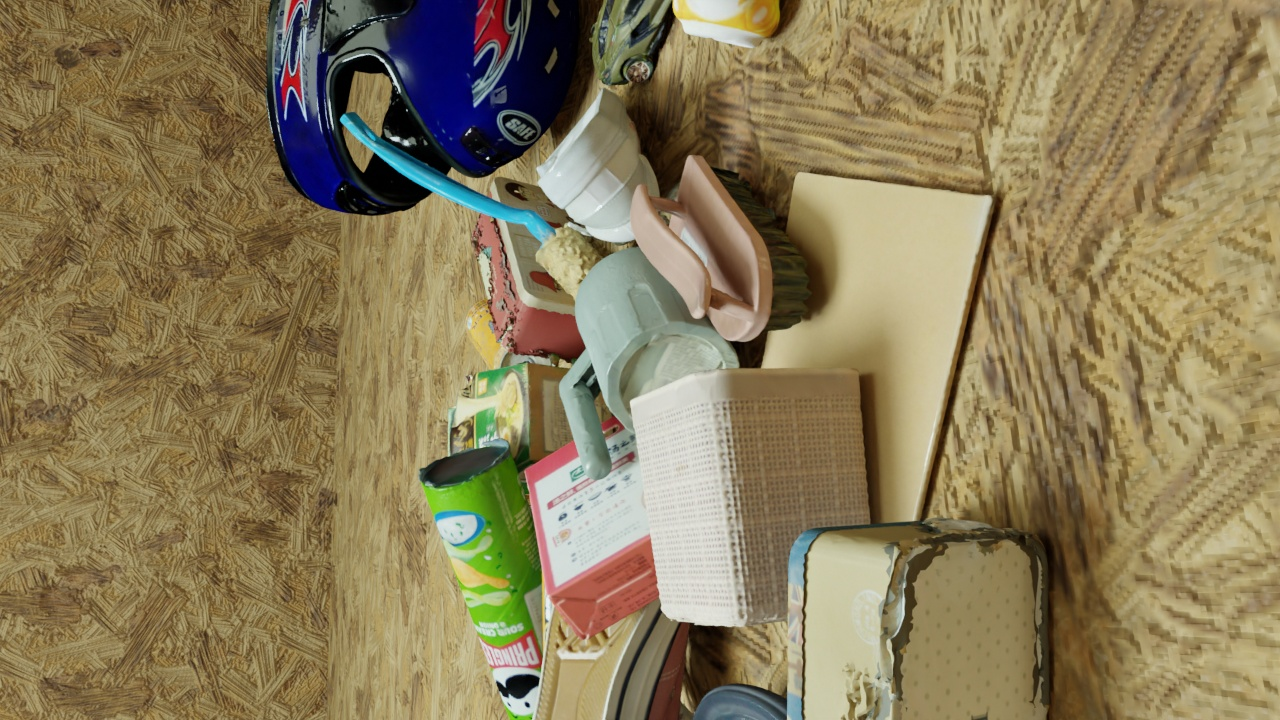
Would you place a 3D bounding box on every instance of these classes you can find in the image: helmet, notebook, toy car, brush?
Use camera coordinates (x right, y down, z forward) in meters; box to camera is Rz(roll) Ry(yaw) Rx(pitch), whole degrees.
[{"bbox_3d":[-0.180,-0.281,0.830,0.241,0.247,0.315,11,92,22],"label":"helmet"},{"bbox_3d":[0.100,0.015,0.460,0.148,0.008,0.208,-147,64,-63],"label":"notebook"},{"bbox_3d":[0.003,-0.274,0.675,0.159,0.042,0.070,-56,39,44],"label":"toy car"},{"bbox_3d":[0.040,-0.059,0.509,0.145,0.073,0.063,-112,32,-54],"label":"brush"},{"bbox_3d":[-0.101,-0.103,0.662,0.046,0.254,0.083,-56,10,16],"label":"brush"}]

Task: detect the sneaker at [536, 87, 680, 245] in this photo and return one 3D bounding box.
[{"bbox_3d":[-0.020,-0.137,0.677,0.089,0.090,0.242,-47,16,11],"label":"sneaker"}]

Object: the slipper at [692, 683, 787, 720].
[{"bbox_3d":[0.058,0.287,0.411,0.111,0.083,0.267,-28,64,45],"label":"slipper"}]

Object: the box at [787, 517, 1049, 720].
[{"bbox_3d":[0.103,0.152,0.340,0.059,0.089,0.184,0,85,59],"label":"box"}]

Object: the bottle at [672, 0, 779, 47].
[{"bbox_3d":[0.057,-0.237,0.521,0.063,0.063,0.108,-136,54,-59],"label":"bottle"}]

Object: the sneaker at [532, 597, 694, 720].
[{"bbox_3d":[-0.004,0.194,0.564,0.118,0.088,0.240,-10,52,39],"label":"sneaker"}]

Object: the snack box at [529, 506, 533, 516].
[{"bbox_3d":[-0.126,0.140,0.899,0.126,0.053,0.113,28,112,58],"label":"snack box"}]

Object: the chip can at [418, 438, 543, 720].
[{"bbox_3d":[-0.095,0.179,0.689,0.072,0.072,0.236,20,129,65],"label":"chip can"}]

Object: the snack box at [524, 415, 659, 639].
[{"bbox_3d":[-0.007,0.087,0.555,0.044,0.113,0.127,57,-176,-29],"label":"snack box"}]

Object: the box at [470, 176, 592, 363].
[{"bbox_3d":[-0.091,-0.073,0.786,0.080,0.091,0.168,-59,36,34],"label":"box"}]

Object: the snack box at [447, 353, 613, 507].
[{"bbox_3d":[-0.082,0.059,0.746,0.106,0.118,0.117,-26,62,51],"label":"snack box"}]

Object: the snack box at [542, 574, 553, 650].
[{"bbox_3d":[-0.030,0.167,0.646,0.026,0.075,0.153,152,119,-61],"label":"snack box"}]

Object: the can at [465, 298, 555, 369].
[{"bbox_3d":[-0.132,-0.016,0.913,0.146,0.058,0.058,-138,56,-60],"label":"can"}]

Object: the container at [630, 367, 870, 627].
[{"bbox_3d":[0.054,0.066,0.441,0.090,0.089,0.111,153,114,-62],"label":"container"}]

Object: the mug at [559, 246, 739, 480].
[{"bbox_3d":[-0.003,0.003,0.563,0.124,0.083,0.103,-52,27,16],"label":"mug"}]
